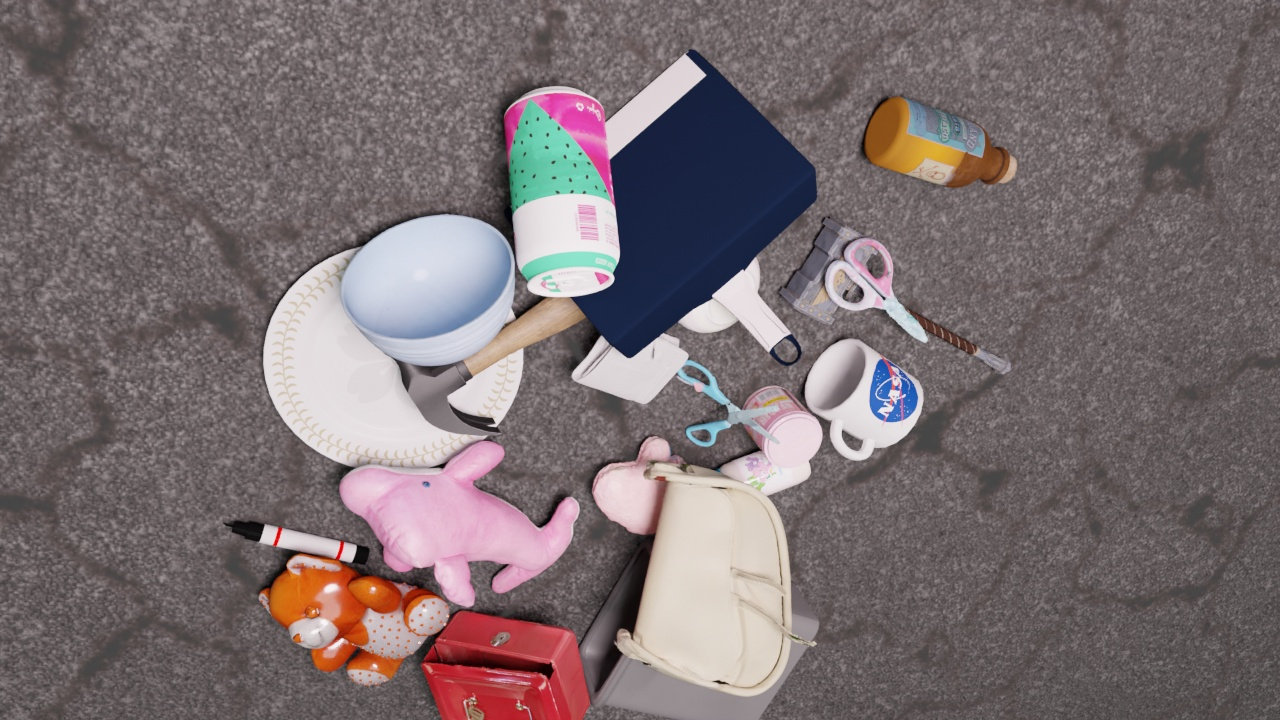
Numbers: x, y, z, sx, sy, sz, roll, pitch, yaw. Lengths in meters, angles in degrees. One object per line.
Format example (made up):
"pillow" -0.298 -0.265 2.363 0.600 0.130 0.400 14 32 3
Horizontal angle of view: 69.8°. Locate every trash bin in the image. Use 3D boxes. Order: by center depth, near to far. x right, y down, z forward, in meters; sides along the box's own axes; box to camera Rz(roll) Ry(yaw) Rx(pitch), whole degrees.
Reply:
"trash bin" 0.068 0.332 1.093 0.219 0.097 0.192 22 107 -25

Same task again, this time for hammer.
"hammer" -0.085 -0.038 0.893 0.305 0.040 0.132 -31 117 -8
"hammer" 0.306 -0.046 1.017 0.321 0.044 0.098 23 106 -27

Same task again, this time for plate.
"plate" -0.236 0.000 0.892 0.242 0.016 0.243 -6 116 -13

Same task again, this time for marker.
"marker" -0.353 0.186 0.944 0.145 0.019 0.019 19 108 -23

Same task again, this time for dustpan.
"dustpan" 0.051 -0.106 0.846 0.236 0.273 0.080 -41 162 2

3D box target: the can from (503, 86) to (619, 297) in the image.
"can" -0.068 -0.145 0.792 0.088 0.088 0.165 -3 78 -15

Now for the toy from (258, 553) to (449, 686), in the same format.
"toy" -0.302 0.265 0.953 0.172 0.092 0.164 29 126 -22

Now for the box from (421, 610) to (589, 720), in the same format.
"box" -0.148 0.359 1.010 0.158 0.086 0.129 2 118 21

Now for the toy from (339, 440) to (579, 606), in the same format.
"toy" -0.182 0.183 0.930 0.265 0.127 0.187 27 115 -37

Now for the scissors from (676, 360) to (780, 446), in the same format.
"scissors" 0.086 0.062 0.980 0.015 0.136 0.126 -33 154 -42

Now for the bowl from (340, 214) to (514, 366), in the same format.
"bowl" -0.177 -0.050 0.804 0.150 0.150 0.075 -18 141 -7

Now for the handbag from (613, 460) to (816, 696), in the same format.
"handbag" 0.079 0.228 0.942 0.184 0.132 0.229 11 87 -20

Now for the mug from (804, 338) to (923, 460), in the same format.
"mug" 0.239 0.050 1.001 0.090 0.091 0.121 30 68 -26

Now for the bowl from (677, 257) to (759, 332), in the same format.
"bowl" 0.074 -0.073 0.909 0.104 0.054 0.105 -20 132 -24

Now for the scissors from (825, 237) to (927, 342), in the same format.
"scissors" 0.256 -0.061 0.962 0.174 0.017 0.076 37 96 -36

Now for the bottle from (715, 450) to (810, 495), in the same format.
"bottle" 0.118 0.135 1.039 0.146 0.051 0.051 -19 118 -6

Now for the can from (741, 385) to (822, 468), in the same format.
"can" 0.154 0.072 1.005 0.067 0.076 0.067 -6 116 -13

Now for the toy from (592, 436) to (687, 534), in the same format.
"toy" 0.005 0.138 1.010 0.105 0.053 0.108 -48 118 -4

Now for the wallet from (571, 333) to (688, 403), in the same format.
"wallet" -0.006 0.005 0.929 0.116 0.032 0.086 14 119 -50

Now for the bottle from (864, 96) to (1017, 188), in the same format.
"bottle" 0.308 -0.211 0.921 0.156 0.068 0.068 11 111 -21
